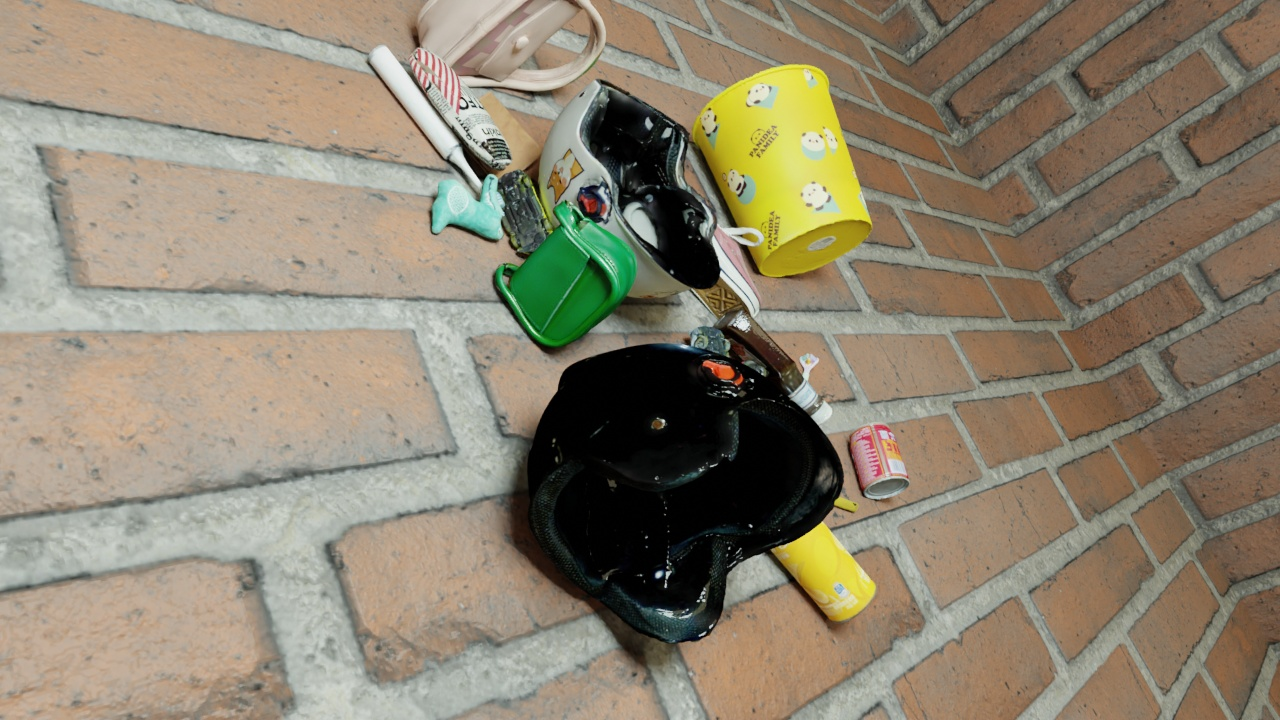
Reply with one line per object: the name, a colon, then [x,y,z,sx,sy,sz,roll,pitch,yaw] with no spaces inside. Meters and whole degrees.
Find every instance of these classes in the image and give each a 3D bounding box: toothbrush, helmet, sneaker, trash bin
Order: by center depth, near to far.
helmet: [0.031,0.095,0.824,0.274,0.234,0.230,-9,41,-10]
toothbrush: [-0.226,-0.256,1.024,0.026,0.027,0.221,-39,92,-16]
helmet: [-0.029,-0.182,1.081,0.229,0.157,0.274,0,69,-56]
toothbrush: [0.226,0.170,1.199,0.190,0.017,0.015,23,47,-37]
sneaker: [0.089,-0.156,1.244,0.241,0.119,0.087,50,48,-19]
toothbrush: [0.227,0.046,1.307,0.188,0.029,0.021,-61,147,-52]
trash bin: [0.228,-0.284,1.432,0.229,0.230,0.255,1,65,-50]

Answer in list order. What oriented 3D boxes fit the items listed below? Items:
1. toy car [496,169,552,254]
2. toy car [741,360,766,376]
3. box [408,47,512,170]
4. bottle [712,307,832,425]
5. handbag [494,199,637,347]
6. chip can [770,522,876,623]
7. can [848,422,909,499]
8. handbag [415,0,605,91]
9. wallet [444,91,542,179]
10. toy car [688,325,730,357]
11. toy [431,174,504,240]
toy car: [-0.133,-0.166,1.044,0.105,0.048,0.032,65,7,18]
toy car: [0.155,0.058,1.187,0.052,0.045,0.120,-22,83,-58]
box: [-0.199,-0.284,1.030,0.164,0.052,0.068,53,29,-1]
bottle: [0.181,0.011,1.232,0.195,0.080,0.044,45,78,-11]
handbag: [-0.077,-0.089,0.964,0.120,0.132,0.067,48,30,-3]
chip can: [0.182,0.205,1.068,0.213,0.072,0.071,50,34,-7]
can: [0.340,0.143,1.314,0.066,0.067,0.093,22,45,-38]
handbag: [-0.138,-0.403,1.132,0.233,0.194,0.093,6,57,-59]
wallet: [-0.175,-0.266,1.103,0.101,0.020,0.115,48,37,-10]
toy car: [0.091,0.014,1.161,0.054,0.037,0.120,6,66,-48]
toy: [-0.182,-0.166,0.990,0.091,0.030,0.096,23,65,-41]
